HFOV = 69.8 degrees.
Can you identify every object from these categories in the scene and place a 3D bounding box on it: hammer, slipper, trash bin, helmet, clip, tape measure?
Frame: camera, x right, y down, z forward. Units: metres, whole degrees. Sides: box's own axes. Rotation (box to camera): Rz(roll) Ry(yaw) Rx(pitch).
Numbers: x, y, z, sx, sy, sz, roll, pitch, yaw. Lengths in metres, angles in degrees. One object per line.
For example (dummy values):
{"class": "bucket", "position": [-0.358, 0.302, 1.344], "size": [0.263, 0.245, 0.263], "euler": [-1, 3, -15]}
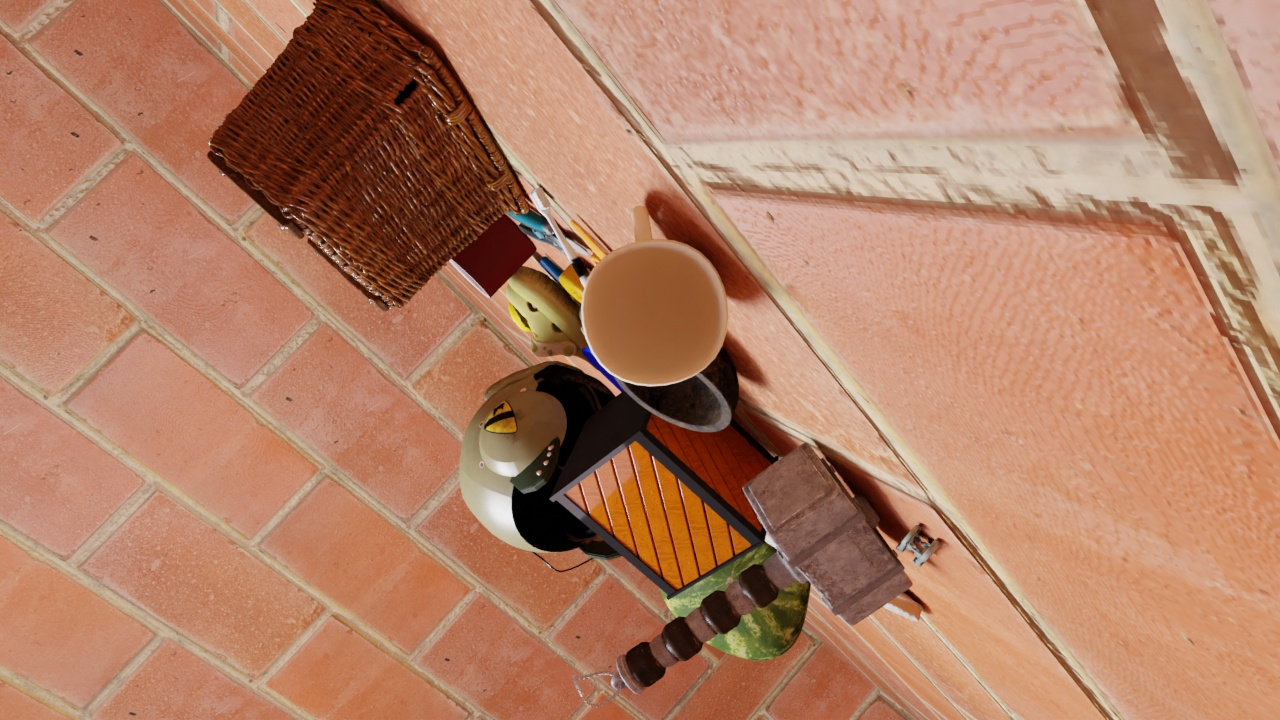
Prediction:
{"class": "hammer", "position": [0.083, 0.232, 0.864], "size": [0.177, 0.326, 0.079], "euler": [49, -172, -35]}
{"class": "slipper", "position": [0.228, 0.236, 1.130], "size": [0.263, 0.052, 0.115], "euler": [28, 169, 16]}
{"class": "trash bin", "position": [0.030, 0.124, 0.975], "size": [0.172, 0.140, 0.139], "euler": [43, -147, -13]}
{"class": "helmet", "position": [-0.104, 0.112, 1.145], "size": [0.233, 0.255, 0.250], "euler": [28, 162, 48]}
{"class": "helmet", "position": [0.129, 0.290, 1.298], "size": [0.243, 0.213, 0.247], "euler": [61, -177, -2]}
{"class": "slipper", "position": [-0.110, -0.042, 1.196], "size": [0.190, 0.082, 0.091], "euler": [42, -163, -17]}
{"class": "clip", "position": [0.241, 0.162, 0.796], "size": [0.044, 0.023, 0.076], "euler": [38, 173, 20]}
{"class": "tape measure", "position": [-0.057, -0.078, 0.972], "size": [0.059, 0.030, 0.068], "euler": [48, 169, -30]}

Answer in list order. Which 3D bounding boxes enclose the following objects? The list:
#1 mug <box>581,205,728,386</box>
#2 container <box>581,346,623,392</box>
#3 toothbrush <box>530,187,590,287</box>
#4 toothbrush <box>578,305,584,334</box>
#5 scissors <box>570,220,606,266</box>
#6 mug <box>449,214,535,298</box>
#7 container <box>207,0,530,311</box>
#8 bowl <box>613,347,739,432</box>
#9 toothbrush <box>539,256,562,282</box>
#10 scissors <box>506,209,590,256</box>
{"class": "mug", "position": [0.008, -0.045, 0.633], "size": [0.099, 0.096, 0.120], "euler": [-83, -16, -86]}
{"class": "container", "position": [-0.006, 0.006, 1.064], "size": [0.114, 0.058, 0.096], "euler": [44, 172, -6]}
{"class": "toothbrush", "position": [-0.050, -0.076, 0.845], "size": [0.187, 0.012, 0.017], "euler": [60, 168, -7]}
{"class": "toothbrush", "position": [-0.066, -0.050, 1.113], "size": [0.022, 0.015, 0.154], "euler": [12, -168, -9]}
{"class": "scissors", "position": [-0.017, -0.080, 0.834], "size": [0.131, 0.011, 0.125], "euler": [42, 174, -1]}
{"class": "mug", "position": [-0.190, -0.140, 1.113], "size": [0.073, 0.082, 0.106], "euler": [34, 168, 50]}
{"class": "container", "position": [-0.246, -0.175, 0.829], "size": [0.162, 0.183, 0.250], "euler": [38, 171, 22]}
{"class": "bowl", "position": [0.038, 0.005, 0.814], "size": [0.121, 0.056, 0.121], "euler": [25, 153, 14]}
{"class": "toothbrush", "position": [-0.060, -0.066, 1.112], "size": [0.167, 0.014, 0.014], "euler": [44, -179, -3]}
{"class": "scissors", "position": [-0.094, -0.129, 0.939], "size": [0.133, 0.019, 0.146], "euler": [40, 171, 5]}
